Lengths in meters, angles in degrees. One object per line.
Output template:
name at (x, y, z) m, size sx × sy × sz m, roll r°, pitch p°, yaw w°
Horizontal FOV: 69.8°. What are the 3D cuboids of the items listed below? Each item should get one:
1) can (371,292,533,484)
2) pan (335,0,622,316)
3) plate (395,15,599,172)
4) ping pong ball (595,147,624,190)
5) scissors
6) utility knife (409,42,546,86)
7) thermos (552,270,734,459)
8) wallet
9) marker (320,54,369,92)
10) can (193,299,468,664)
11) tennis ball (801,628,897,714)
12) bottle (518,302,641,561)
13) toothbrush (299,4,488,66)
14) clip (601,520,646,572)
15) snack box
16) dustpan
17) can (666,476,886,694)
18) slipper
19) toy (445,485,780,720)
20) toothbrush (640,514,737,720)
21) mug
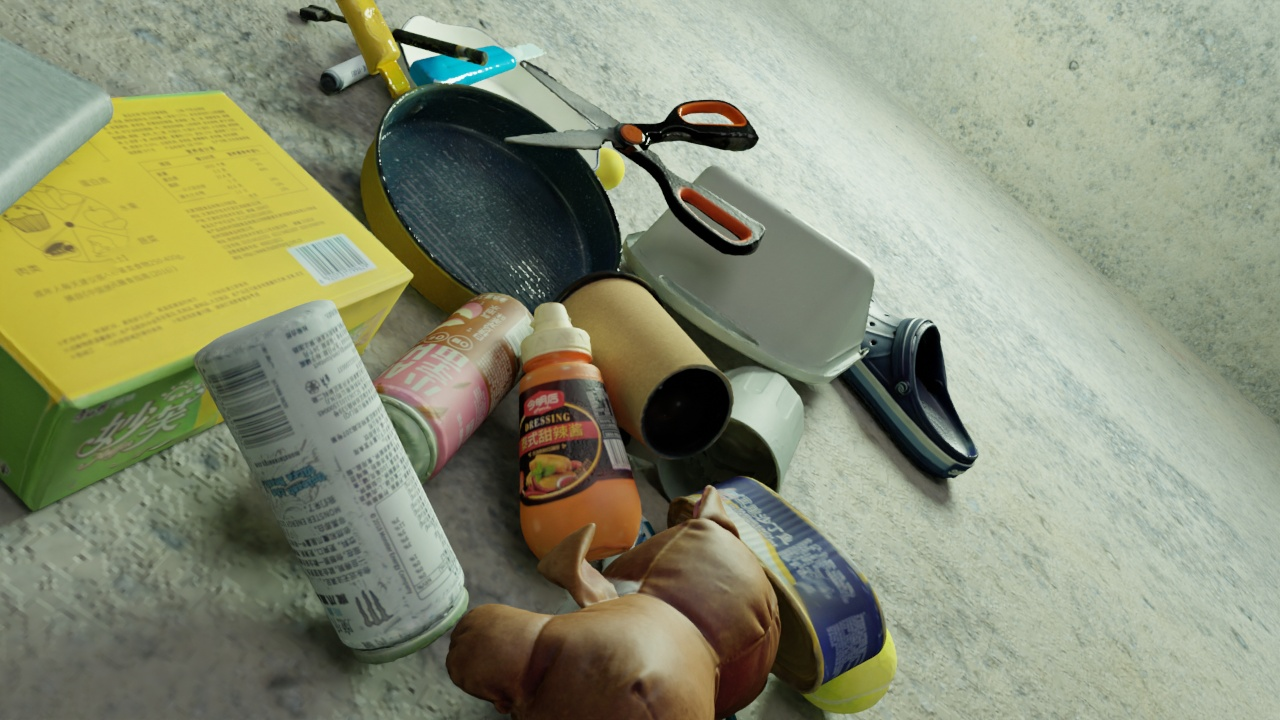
can at (-0.107, 0.012, 0.519) m, size 0.058 × 0.058 × 0.147 m, roll 40°, pitch 30°, yaw -4°
pan at (-0.147, -0.174, 0.636) m, size 0.357 × 0.078 × 0.197 m, roll 46°, pitch 40°, yaw -7°
plate at (-0.128, -0.221, 0.815) m, size 0.205 × 0.046 × 0.204 m, roll 30°, pitch 31°, yaw -21°
ping pong ball at (-0.035, -0.183, 0.878) m, size 0.040 × 0.040 × 0.040 m, roll 29°, pitch 32°, yaw -21°
scissors at (0.011, -0.160, 0.703) m, size 0.231 × 0.022 × 0.221 m, roll -32°, pitch 76°, yaw -39°
utility knife at (-0.131, -0.257, 0.791) m, size 0.034 × 0.018 × 0.222 m, roll 40°, pitch 31°, yaw 0°
thermos at (-0.003, 0.003, 0.579) m, size 0.093 × 0.093 × 0.143 m, roll 20°, pitch 14°, yaw -33°
wallet at (-0.279, -0.099, 0.345) m, size 0.106 × 0.037 × 0.129 m, roll 28°, pitch 31°, yaw -21°
marker at (-0.228, -0.245, 0.755) m, size 0.018 × 0.023 × 0.130 m, roll -2°, pitch 28°, yaw 12°
can at (-0.125, 0.051, 0.384) m, size 0.147 × 0.058 × 0.058 m, roll 69°, pitch 26°, yaw -15°
tennis ball at (0.122, 0.180, 0.558) m, size 0.065 × 0.066 × 0.065 m, roll 29°, pitch 32°, yaw -21°
bottle at (-0.041, 0.037, 0.519) m, size 0.066 × 0.067 × 0.149 m, roll 8°, pitch 64°, yaw -44°
toothbrush at (-0.201, -0.261, 0.735) m, size 0.186 × 0.012 × 0.017 m, roll 21°, pitch 31°, yaw 21°
clip at (-0.012, 0.114, 0.530) m, size 0.025 × 0.036 × 0.057 m, roll 3°, pitch 35°, yaw 8°
snack box at (-0.235, -0.046, 0.433) m, size 0.157 × 0.070 × 0.209 m, roll 43°, pitch 30°, yaw 4°
dustpan at (0.087, -0.050, 0.795) m, size 0.223 × 0.142 × 0.258 m, roll 36°, pitch -10°, yaw 12°
can at (0.074, 0.123, 0.530) m, size 0.049 × 0.075 × 0.148 m, roll -18°, pitch 32°, yaw -25°
slipper at (0.264, 0.001, 0.937) m, size 0.105 × 0.095 × 0.252 m, roll 5°, pitch 49°, yaw -50°
toy at (0.000, 0.141, 0.430) m, size 0.199 × 0.131 × 0.140 m, roll -24°, pitch 108°, yaw -53°
toothbrush at (0.030, 0.167, 0.521) m, size 0.018 × 0.016 × 0.191 m, roll -1°, pitch 50°, yaw -36°
mug at (0.049, 0.050, 0.644) m, size 0.124 × 0.084 × 0.103 m, roll 21°, pitch 26°, yaw 14°
